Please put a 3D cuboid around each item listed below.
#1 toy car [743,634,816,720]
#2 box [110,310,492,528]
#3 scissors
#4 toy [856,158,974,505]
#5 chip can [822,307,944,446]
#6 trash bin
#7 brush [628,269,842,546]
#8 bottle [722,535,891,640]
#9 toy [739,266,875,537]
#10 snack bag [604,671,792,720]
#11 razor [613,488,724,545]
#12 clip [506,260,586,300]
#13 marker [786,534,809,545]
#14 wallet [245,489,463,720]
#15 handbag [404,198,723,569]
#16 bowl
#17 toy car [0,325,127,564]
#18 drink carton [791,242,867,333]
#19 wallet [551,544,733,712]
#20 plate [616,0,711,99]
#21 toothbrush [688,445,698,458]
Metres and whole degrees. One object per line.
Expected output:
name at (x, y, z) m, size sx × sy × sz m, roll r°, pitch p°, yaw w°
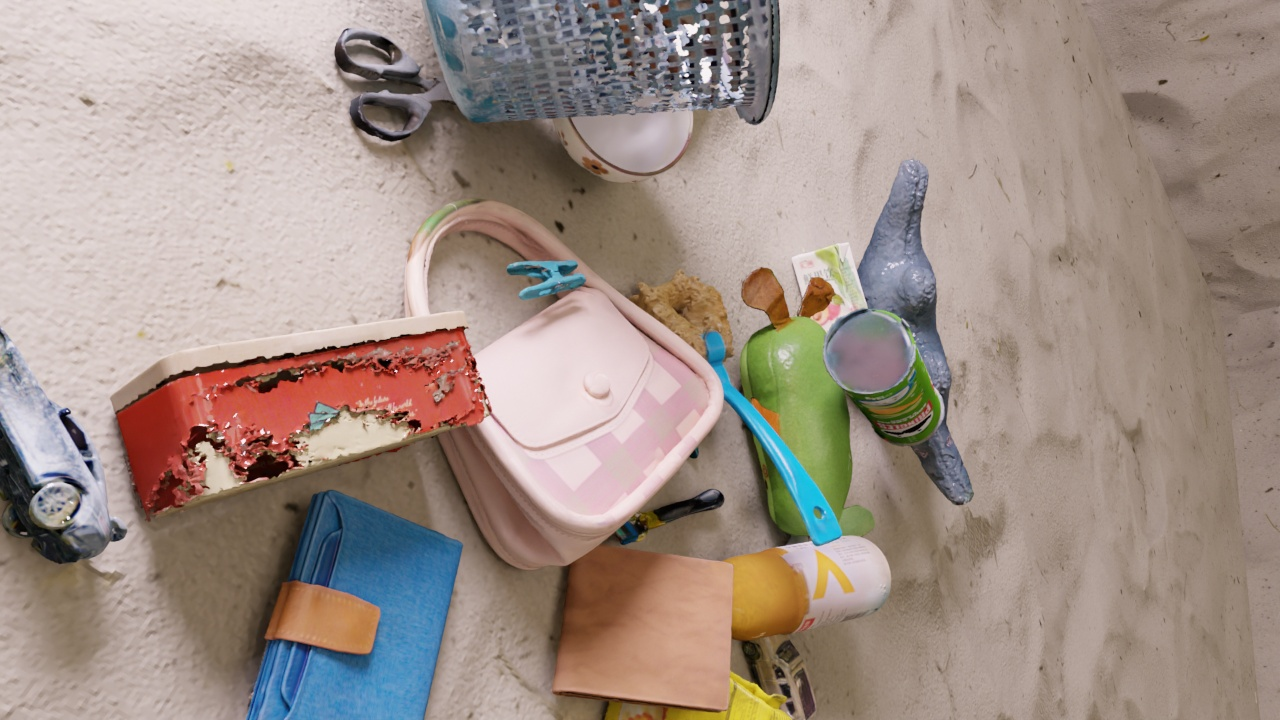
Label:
toy car at (0.116, 0.256, 0.758) m, size 0.042 × 0.035 × 0.090 m, roll -18°, pitch 89°, yaw -51°
box at (-0.162, 0.031, 0.468) m, size 0.168 × 0.092 × 0.079 m, roll -15°, pitch 86°, yaw -50°
scissors at (-0.135, -0.194, 0.633) m, size 0.145 × 0.014 × 0.172 m, roll 50°, pitch 45°, yaw -27°
toy at (0.282, -0.024, 0.966) m, size 0.091 × 0.138 × 0.356 m, roll -12°, pitch 93°, yaw -20°
chip can at (0.215, 0.021, 0.795) m, size 0.236 × 0.072 × 0.072 m, roll 33°, pitch 52°, yaw -63°
trash bin at (-0.035, -0.244, 0.579) m, size 0.226 × 0.195 × 0.226 m, roll 158°, pitch -80°, yaw -89°
brush at (0.072, 0.029, 0.693) m, size 0.083 × 0.046 × 0.254 m, roll -12°, pitch 56°, yaw -34°
bottle at (0.115, 0.184, 0.736) m, size 0.189 × 0.068 × 0.068 m, roll -2°, pitch 79°, yaw -31°
toy at (0.139, 0.042, 0.813) m, size 0.226 × 0.090 × 0.246 m, roll 7°, pitch 76°, yaw -59°
snack bag at (0.031, 0.317, 0.615) m, size 0.158 × 0.068 × 0.245 m, roll 43°, pitch 50°, yaw -31°
razor at (0.018, 0.116, 0.702) m, size 0.142 × 0.022 × 0.042 m, roll -3°, pitch 44°, yaw -50°
clip at (-0.060, -0.053, 0.595) m, size 0.056 × 0.014 × 0.041 m, roll -11°, pitch 67°, yaw -40°
marker at (0.133, 0.173, 0.816) m, size 0.130 × 0.018 × 0.023 m, roll -49°, pitch 130°, yaw -46°
wallet at (-0.149, 0.146, 0.489) m, size 0.106 × 0.040 × 0.132 m, roll 36°, pitch 52°, yaw -42°
handbag at (-0.066, -0.001, 0.610) m, size 0.234 × 0.094 × 0.192 m, roll 55°, pitch 43°, yaw -4°
bowl at (-0.023, -0.188, 0.712) m, size 0.113 × 0.062 × 0.113 m, roll 7°, pitch 76°, yaw -30°
toy car at (-0.260, 0.030, 0.385) m, size 0.036 × 0.054 × 0.120 m, roll -35°, pitch 103°, yaw -45°
drink carton at (0.201, -0.056, 0.943) m, size 0.045 × 0.054 × 0.122 m, roll -17°, pitch 91°, yaw -52°
wallet at (0.004, 0.177, 0.612) m, size 0.115 × 0.020 × 0.101 m, roll 9°, pitch 60°, yaw -4°
plate at (-0.008, -0.316, 0.795) m, size 0.204 × 0.046 × 0.204 m, roll 18°, pitch 66°, yaw -45°
toothbrush at (-0.004, 0.004, 0.717) m, size 0.191 × 0.016 × 0.018 m, roll 55°, pitch 34°, yaw -22°
